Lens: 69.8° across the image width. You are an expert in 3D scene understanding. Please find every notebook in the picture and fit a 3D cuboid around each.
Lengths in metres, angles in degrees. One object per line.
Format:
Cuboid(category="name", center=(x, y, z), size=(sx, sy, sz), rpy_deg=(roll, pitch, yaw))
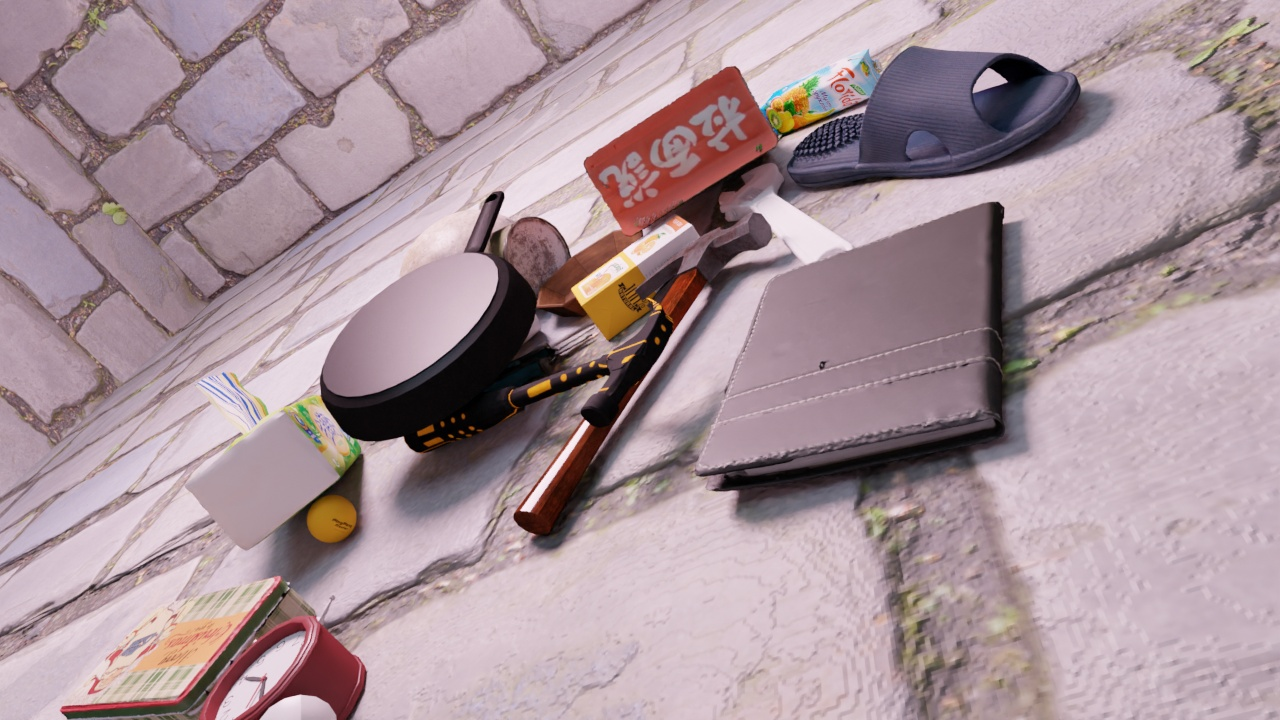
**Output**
Cuboid(category="notebook", center=(0.125, -0.011, 0.531), size=(0.170, 0.029, 0.208), rpy_deg=(-18, 26, 33))

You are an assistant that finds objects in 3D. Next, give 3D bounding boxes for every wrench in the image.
Cuboid(category="wrench", center=(0.118, -0.116, 0.755), size=(0.066, 0.018, 0.273), rpy_deg=(-34, 24, 5))

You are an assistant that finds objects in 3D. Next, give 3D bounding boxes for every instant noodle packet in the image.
Cuboid(category="instant noodle packet", center=(0.045, -0.197, 0.913), size=(0.164, 0.084, 0.220), rpy_deg=(-32, 3, 8))

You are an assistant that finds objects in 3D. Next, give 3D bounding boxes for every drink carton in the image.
Cuboid(category="drink carton", center=(0.181, -0.266, 0.917), size=(0.129, 0.044, 0.038), rpy_deg=(-13, 32, 46))
Cuboid(category="drink carton", center=(0.004, -0.077, 0.807), size=(0.122, 0.040, 0.058), rpy_deg=(-36, 23, 1))

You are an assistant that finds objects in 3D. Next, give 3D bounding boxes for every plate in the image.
Cuboid(category="plate", center=(-0.044, -0.084, 0.905), size=(0.131, 0.025, 0.131), rpy_deg=(-30, 24, 14))

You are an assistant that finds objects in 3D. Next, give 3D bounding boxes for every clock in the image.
Cuboid(category="clock", center=(-0.222, 0.213, 0.561), size=(0.096, 0.048, 0.137), rpy_deg=(-31, 22, 12))

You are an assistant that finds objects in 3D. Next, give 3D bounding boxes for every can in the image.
Cuboid(category="can", center=(-0.130, -0.100, 0.976), size=(0.075, 0.090, 0.089), rpy_deg=(-14, 32, 43))

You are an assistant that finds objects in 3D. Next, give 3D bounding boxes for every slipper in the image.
Cuboid(category="slipper", center=(0.204, -0.197, 0.706), size=(0.101, 0.082, 0.264), rpy_deg=(-44, 24, -24))

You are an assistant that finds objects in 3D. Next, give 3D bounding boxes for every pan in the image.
Cuboid(category="pan", center=(-0.180, -0.070, 0.849), size=(0.204, 0.044, 0.354), rpy_deg=(-16, 38, 21))

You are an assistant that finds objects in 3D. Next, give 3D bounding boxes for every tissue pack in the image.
Cuboid(category="tissue pack", center=(-0.346, 0.070, 0.838), size=(0.120, 0.141, 0.198), rpy_deg=(-40, 9, -14))

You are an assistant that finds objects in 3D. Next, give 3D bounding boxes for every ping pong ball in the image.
Cuboid(category="ping pong ball", center=(-0.261, 0.134, 0.777), size=(0.040, 0.040, 0.040), rpy_deg=(-30, 24, 14))

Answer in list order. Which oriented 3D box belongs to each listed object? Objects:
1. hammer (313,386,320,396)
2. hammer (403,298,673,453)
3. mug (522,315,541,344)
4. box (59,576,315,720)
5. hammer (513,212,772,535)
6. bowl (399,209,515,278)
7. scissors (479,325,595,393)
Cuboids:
Cuboid(category="hammer", center=(-0.246, -0.039, 1.086), size=(0.318, 0.049, 0.121), rpy_deg=(-35, 17, -2))
Cuboid(category="hammer", center=(-0.095, 0.028, 0.713), size=(0.322, 0.036, 0.123), rpy_deg=(-19, 30, 47))
Cuboid(category="mug", center=(-0.162, -0.029, 0.895), size=(0.105, 0.082, 0.082), rpy_deg=(-41, 23, -13))
Cuboid(category="box", center=(-0.349, 0.232, 0.706), size=(0.206, 0.050, 0.117), rpy_deg=(-17, 30, 36))
Cuboid(category="hammer", center=(-0.004, 0.004, 0.672), size=(0.111, 0.028, 0.299), rpy_deg=(-19, 30, 48))
Cuboid(category="bowl", center=(-0.223, -0.129, 1.102), size=(0.178, 0.081, 0.178), rpy_deg=(-33, 3, 2))
Cuboid(category="scissors", center=(-0.110, 0.008, 0.835), size=(0.144, 0.019, 0.126), rpy_deg=(-4, 38, 49))
